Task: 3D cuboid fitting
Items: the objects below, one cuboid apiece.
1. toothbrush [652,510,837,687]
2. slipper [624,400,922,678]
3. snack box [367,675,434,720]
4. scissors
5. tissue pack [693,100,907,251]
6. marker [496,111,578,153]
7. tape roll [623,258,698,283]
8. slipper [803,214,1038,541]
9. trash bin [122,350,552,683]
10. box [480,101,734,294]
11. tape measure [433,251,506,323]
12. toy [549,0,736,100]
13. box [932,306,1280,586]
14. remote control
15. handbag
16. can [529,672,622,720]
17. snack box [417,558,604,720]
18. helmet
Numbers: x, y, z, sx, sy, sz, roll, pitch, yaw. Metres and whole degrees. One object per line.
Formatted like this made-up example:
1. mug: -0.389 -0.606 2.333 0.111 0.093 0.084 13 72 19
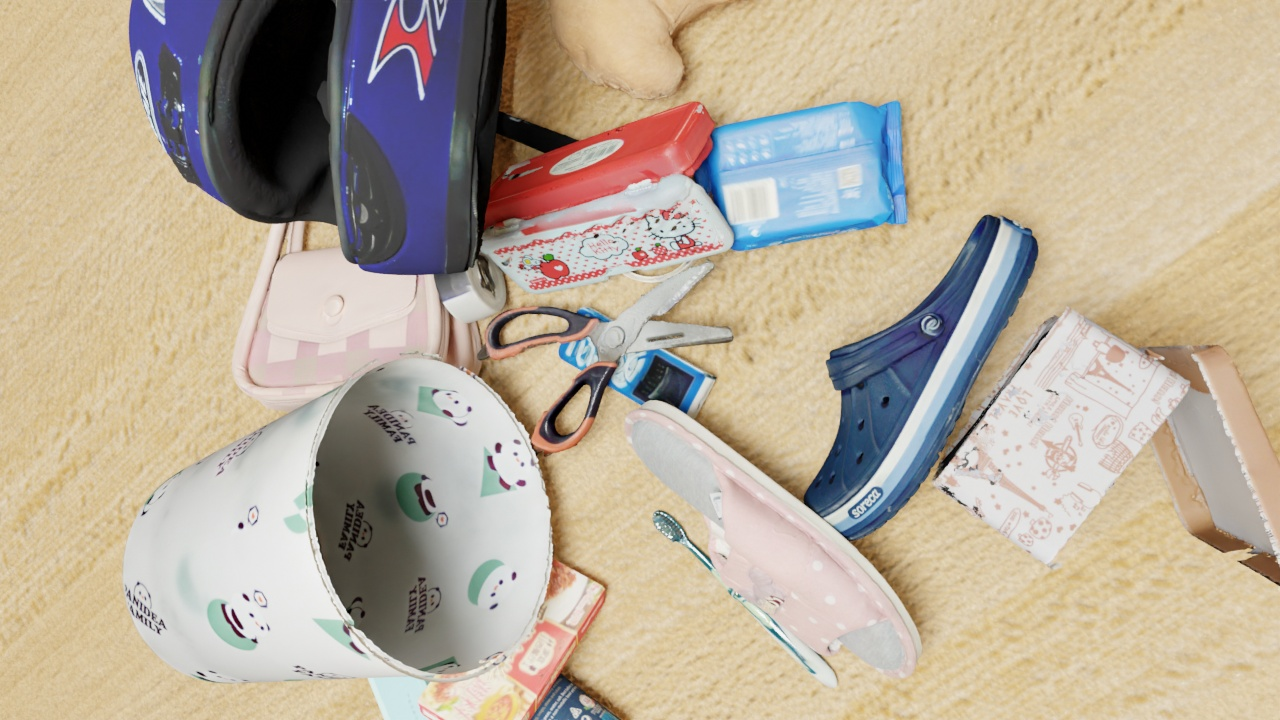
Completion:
1. toothbrush: 0.079 0.185 0.716 0.191 0.018 0.016 42 102 12
2. slipper: 0.084 0.135 0.670 0.274 0.114 0.054 42 63 14
3. snack box: -0.161 0.308 0.760 0.052 0.074 0.175 -25 84 16
4. scissors: -0.036 -0.008 0.719 0.189 0.015 0.226 34 103 22
5. tissue pack: 0.117 -0.135 0.680 0.157 0.052 0.095 -7 91 17
6. marker: -0.109 -0.193 0.763 0.132 0.020 0.022 24 102 15
7. tape roll: 0.010 -0.104 0.733 0.086 0.014 0.086 0 92 17
8. slipper: 0.179 0.008 0.636 0.095 0.105 0.253 31 98 10
9. trash bin: -0.235 0.138 0.696 0.253 0.229 0.229 -19 85 30
10. box: -0.026 -0.111 0.704 0.202 0.095 0.101 -9 127 34
11. tape measure: -0.138 -0.065 0.747 0.034 0.065 0.066 -19 74 20
12. toy: 0.026 -0.308 0.694 0.143 0.082 0.226 43 99 7
13. box: 0.304 0.064 0.565 0.185 0.182 0.154 38 101 16
14. remote control: -0.004 0.004 0.734 0.125 0.024 0.049 30 99 15
15. handbag: -0.241 -0.074 0.781 0.193 0.093 0.234 -5 82 16
16. can: -0.075 0.291 0.734 0.111 0.075 0.075 32 100 13
17. snack box: -0.097 0.224 0.713 0.075 0.152 0.026 25 142 16
18. helmet: -0.216 -0.199 0.629 0.240 0.248 0.314 4 47 -7
